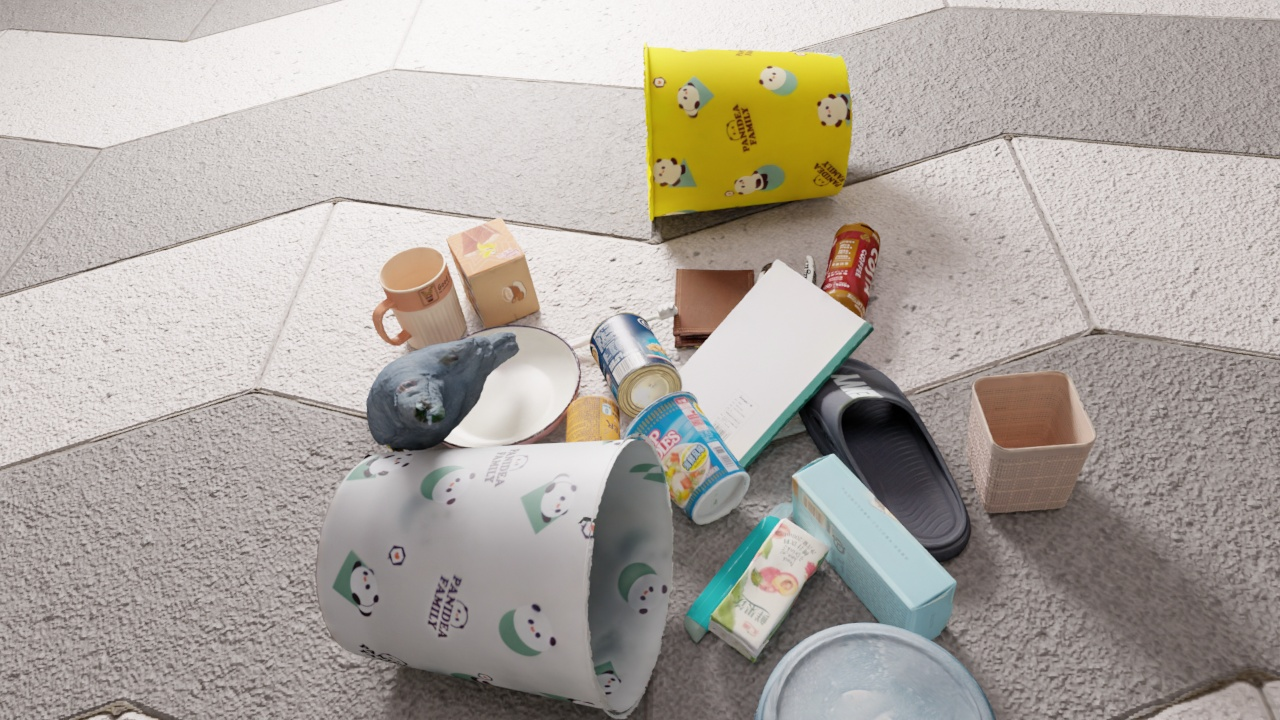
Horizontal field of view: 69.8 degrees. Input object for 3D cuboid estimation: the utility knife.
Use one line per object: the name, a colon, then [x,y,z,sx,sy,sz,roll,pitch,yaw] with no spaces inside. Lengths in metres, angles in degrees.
utility knife: [0.096,0.196,0.873,0.029,0.013,0.174,29,58,28]

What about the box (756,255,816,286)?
box: [0.177,-0.055,1.054,0.086,0.076,0.162,-26,32,39]

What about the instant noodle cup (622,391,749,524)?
instant noodle cup: [0.051,0.102,0.923,0.099,0.099,0.110,-30,56,-18]

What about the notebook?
notebook: [0.128,0.004,0.987,0.209,0.012,0.150,-48,50,2]

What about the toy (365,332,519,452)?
toy: [-0.201,0.030,0.900,0.138,0.091,0.356,-29,7,5]

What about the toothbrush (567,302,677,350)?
toothbrush: [-0.042,-0.035,1.099,0.180,0.016,0.016,-19,46,8]

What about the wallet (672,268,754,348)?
wallet: [0.092,-0.067,1.118,0.101,0.032,0.124,-1,47,6]

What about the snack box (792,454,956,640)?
snack box: [0.206,0.171,0.834,0.051,0.074,0.175,-26,48,-14]

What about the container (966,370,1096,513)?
container: [0.360,0.082,0.866,0.090,0.111,0.090,-5,46,5]

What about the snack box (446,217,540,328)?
snack box: [-0.186,-0.110,1.165,0.077,0.093,0.094,-24,46,-13]

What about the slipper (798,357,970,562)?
slipper: [0.243,0.074,0.917,0.110,0.083,0.267,-16,47,-8]

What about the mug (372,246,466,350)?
mug: [-0.277,-0.065,1.130,0.082,0.106,0.114,24,55,30]

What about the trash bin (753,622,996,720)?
trash bin: [0.158,0.294,0.640,0.227,0.195,0.226,-6,45,6]

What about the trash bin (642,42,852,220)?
trash bin: [0.133,-0.307,1.217,0.255,0.230,0.229,-3,46,0]

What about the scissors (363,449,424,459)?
scissors: [-0.231,0.123,0.989,0.163,0.014,0.165,-24,74,15]

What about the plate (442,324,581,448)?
plate: [-0.160,0.038,1.056,0.192,0.039,0.192,-5,46,5]

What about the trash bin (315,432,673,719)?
trash bin: [-0.121,0.175,0.798,0.252,0.230,0.228,0,46,17]

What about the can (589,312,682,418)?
can: [-0.006,0.006,1.022,0.075,0.075,0.111,-19,38,-8]

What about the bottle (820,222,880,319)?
bottle: [0.246,-0.090,1.091,0.057,0.057,0.174,8,48,17]

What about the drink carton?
drink carton: [0.116,0.208,0.834,0.053,0.046,0.122,32,60,20]

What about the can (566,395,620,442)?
can: [-0.049,0.106,0.956,0.058,0.058,0.145,-6,46,4]
